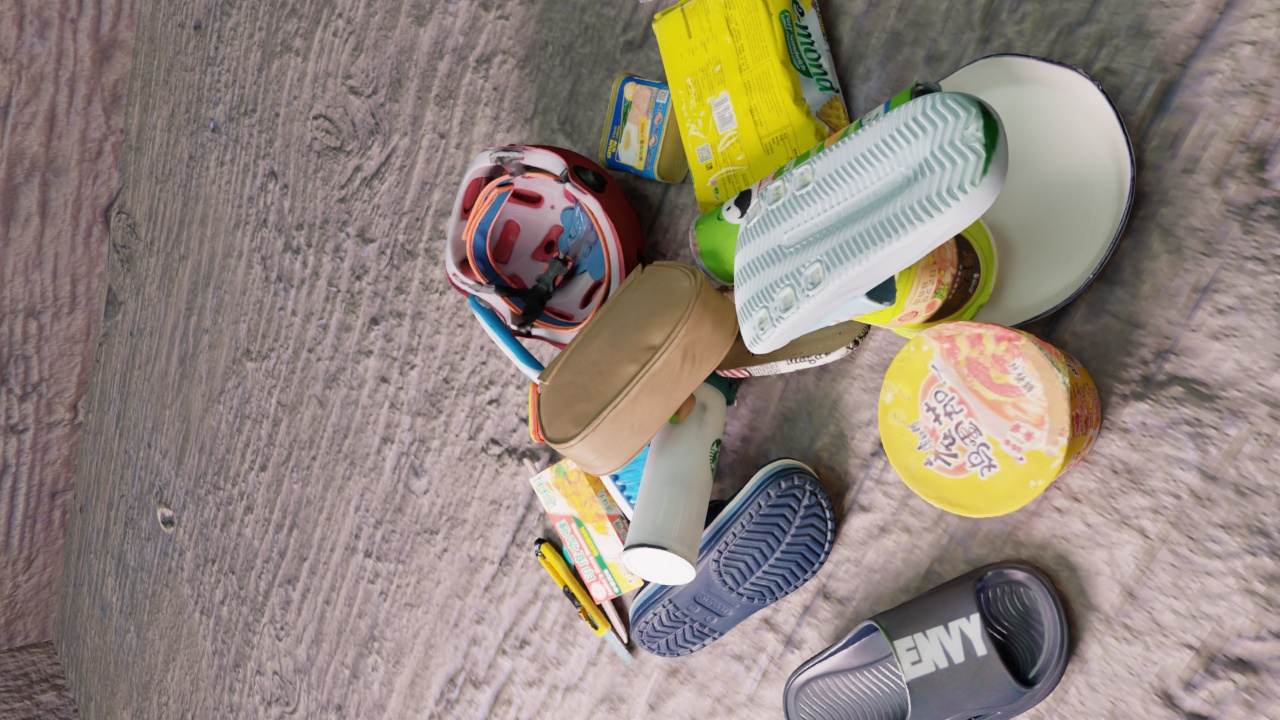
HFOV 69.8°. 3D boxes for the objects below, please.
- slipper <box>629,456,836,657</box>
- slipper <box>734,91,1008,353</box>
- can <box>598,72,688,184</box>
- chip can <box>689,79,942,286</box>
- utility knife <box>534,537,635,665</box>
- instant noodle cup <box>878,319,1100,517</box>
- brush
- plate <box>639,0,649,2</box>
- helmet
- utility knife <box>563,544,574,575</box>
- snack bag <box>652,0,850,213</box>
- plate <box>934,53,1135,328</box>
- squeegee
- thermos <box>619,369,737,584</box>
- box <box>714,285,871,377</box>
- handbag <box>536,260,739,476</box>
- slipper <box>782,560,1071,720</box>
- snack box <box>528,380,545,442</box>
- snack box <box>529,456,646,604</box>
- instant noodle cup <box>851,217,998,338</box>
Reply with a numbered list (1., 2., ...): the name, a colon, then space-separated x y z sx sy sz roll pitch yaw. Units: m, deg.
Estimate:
1. slipper: 0.084 0.184 0.869 0.253 0.105 0.095 -50 25 23
2. slipper: 0.137 -0.082 0.579 0.246 0.074 0.104 -35 58 56
3. can: 0.011 -0.239 0.952 0.083 0.057 0.102 25 109 39
4. chip can: 0.145 -0.137 0.749 0.237 0.072 0.072 -26 73 44
5. utility knife: -0.069 0.278 1.063 0.202 0.015 0.033 44 133 35
6. instant noodle cup: 0.263 0.039 0.671 0.138 0.109 0.138 1 92 45
7. brush: -0.060 0.039 0.935 0.110 0.060 0.314 -34 85 25
8. plate: 0.072 -0.414 0.868 0.164 0.034 0.164 -19 48 44
9. helmet: -0.080 -0.127 0.989 0.240 0.143 0.207 36 125 18
10. utility knife: -0.078 0.182 1.080 0.029 0.013 0.183 22 109 45
11. snack bag: 0.098 -0.240 0.839 0.158 0.068 0.246 -16 89 44
12. plate: 0.273 -0.125 0.703 0.205 0.045 0.205 1 91 44
13. squeegee: -0.016 0.149 0.992 0.250 0.040 0.247 -45 67 32
14. thermos: 0.042 0.092 0.852 0.073 0.073 0.223 -26 37 42
15. box: 0.127 -0.030 0.828 0.163 0.075 0.086 -11 53 42
16. handbag: -0.005 0.005 0.838 0.204 0.100 0.148 -47 34 3
17. slipper: 0.211 0.252 0.730 0.269 0.083 0.110 -38 60 30
18. snack box: -0.069 0.055 1.017 0.080 0.091 0.082 1 92 38
19. snack box: -0.052 0.177 0.979 0.077 0.026 0.155 -32 85 37
20. instant noodle cup: 0.183 -0.070 0.675 0.112 0.123 0.111 2 93 44
